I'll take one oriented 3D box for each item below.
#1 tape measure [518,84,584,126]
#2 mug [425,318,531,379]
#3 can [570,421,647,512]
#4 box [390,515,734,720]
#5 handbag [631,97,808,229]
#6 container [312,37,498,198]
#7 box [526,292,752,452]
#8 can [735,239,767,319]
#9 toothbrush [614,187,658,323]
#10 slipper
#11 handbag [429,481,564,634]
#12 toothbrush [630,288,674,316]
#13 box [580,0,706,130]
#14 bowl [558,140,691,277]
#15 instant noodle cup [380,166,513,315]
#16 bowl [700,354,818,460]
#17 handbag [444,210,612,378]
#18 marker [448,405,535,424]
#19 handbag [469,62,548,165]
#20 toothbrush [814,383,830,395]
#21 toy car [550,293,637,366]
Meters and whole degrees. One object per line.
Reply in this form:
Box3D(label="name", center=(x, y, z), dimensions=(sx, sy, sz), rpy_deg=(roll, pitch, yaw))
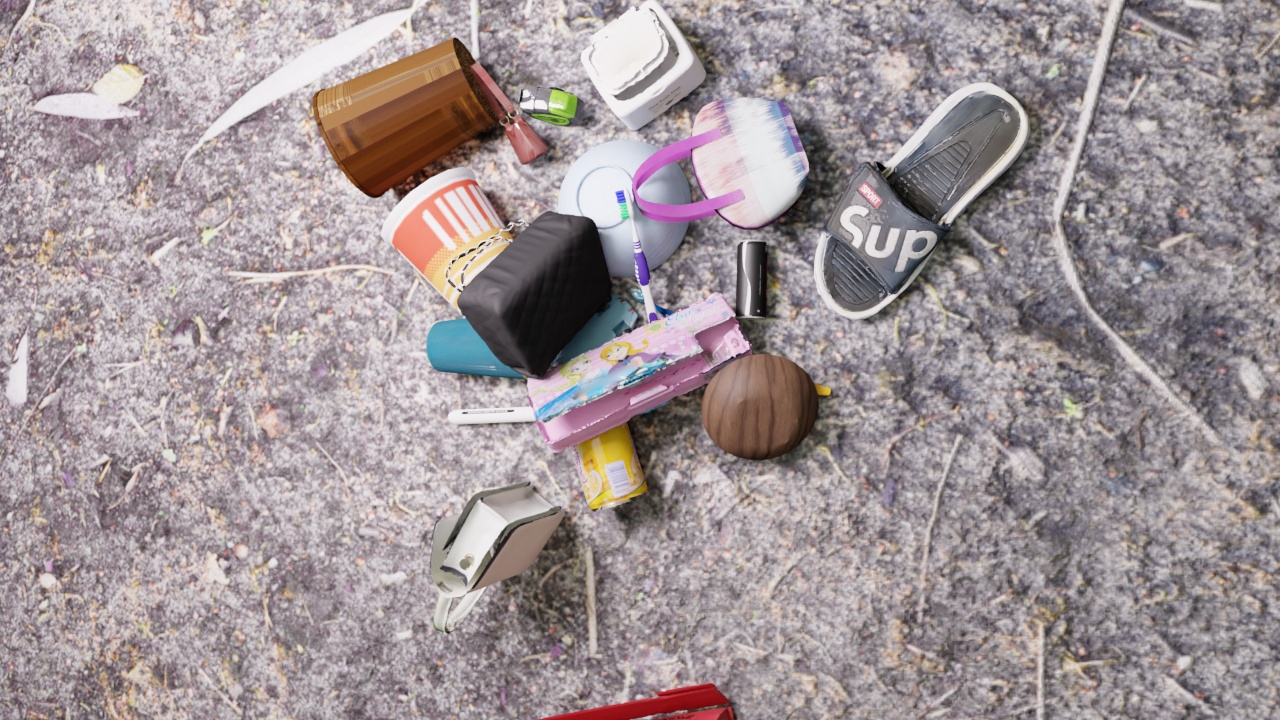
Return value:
Box3D(label="tape measure", center=(-0.095, -0.283, 1.014), dimensions=(0.065, 0.058, 0.036), rpy_deg=(10, 90, 6))
Box3D(label="mug", center=(-0.173, -0.017, 1.026), dimensions=(0.121, 0.078, 0.078), rpy_deg=(0, 88, 23))
Box3D(label="can", center=(-0.038, 0.103, 0.978), dimensions=(0.068, 0.067, 0.105), rpy_deg=(-20, 83, 16))
Box3D(label="box", center=(-0.045, 0.330, 0.905), dimensions=(0.213, 0.127, 0.425), rpy_deg=(-16, 113, 17))
Box3D(label="handbag", center=(0.074, -0.188, 0.923), dimensions=(0.170, 0.068, 0.144), rpy_deg=(-18, 82, -5))
Box3D(label="container", center=(-0.258, -0.280, 1.037), dimensions=(0.167, 0.132, 0.132), rpy_deg=(-24, 81, 10))
Box3D(label="box", center=(-0.006, 0.005, 0.930), dimensions=(0.230, 0.063, 0.084), rpy_deg=(-25, 59, -1))
Box3D(label="can", center=(0.116, -0.083, 0.954), dimensions=(0.031, 0.031, 0.080), rpy_deg=(1, 89, 18))
Box3D(label="toothbrush", center=(0.002, -0.090, 0.955), dimensions=(0.016, 0.015, 0.187), rpy_deg=(-13, 115, 3))
Box3D(label="slipper", center=(0.266, -0.159, 0.894), dimensions=(0.264, 0.063, 0.111), rpy_deg=(-46, 76, 9))
Box3D(label="handbag", center=(-0.175, 0.212, 0.976), dimensions=(0.074, 0.151, 0.176), rpy_deg=(35, 99, 16))
Box3D(label="toothbrush", center=(0.043, -0.041, 0.984), dimensions=(0.135, 0.017, 0.021), rpy_deg=(34, 90, 16))
Box3D(label="box", center=(-0.005, -0.321, 0.965), dimensions=(0.108, 0.101, 0.102), rpy_deg=(-33, 80, 12))
Box3D(label="bowl", center=(-0.027, -0.168, 0.980), dimensions=(0.151, 0.074, 0.150), rpy_deg=(0, 89, 18))
Box3D(label="instant noodle cup", center=(-0.198, -0.125, 1.017), dimensions=(0.123, 0.123, 0.121), rpy_deg=(-40, 85, 12))
Box3D(label="bowl", center=(0.121, 0.054, 0.917), dimensions=(0.119, 0.032, 0.119), rpy_deg=(0, 114, -1))
Box3D(label="handbag", center=(-0.113, -0.068, 0.948), dimensions=(0.115, 0.125, 0.153), rpy_deg=(12, 51, 36))
Box3D(label="marker", center=(-0.158, 0.061, 1.046), dimensions=(0.134, 0.017, 0.020), rpy_deg=(-3, 50, 18))
Box3D(label="handbag", center=(-0.149, -0.274, 1.012), dimensions=(0.029, 0.055, 0.119), rpy_deg=(-39, 106, -17))
Box3D(label="toothbrush", center=(0.100, 0.015, 0.958), dimensions=(0.197, 0.031, 0.031), rpy_deg=(10, 87, 15))
Box3D(label="toy car", center=(-0.051, -0.023, 1.008), dimensions=(0.107, 0.027, 0.060), rpy_deg=(-41, 70, -3))
